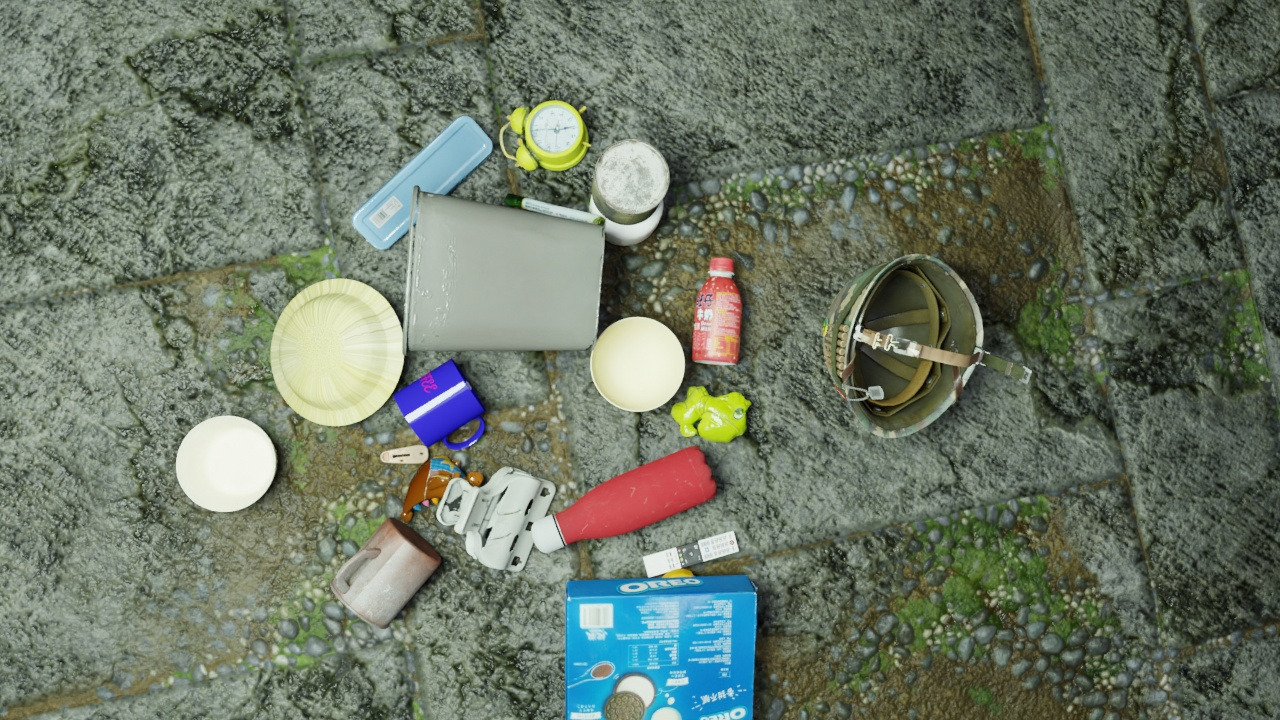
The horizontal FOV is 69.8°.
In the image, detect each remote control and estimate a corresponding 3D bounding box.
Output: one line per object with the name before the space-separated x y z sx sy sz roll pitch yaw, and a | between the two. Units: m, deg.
remote control | 0.066 0.253 1.201 0.124 0.012 0.028 -15 88 -6

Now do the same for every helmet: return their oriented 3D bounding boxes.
helmet | 0.326 -0.016 1.129 0.192 0.237 0.224 10 82 -20

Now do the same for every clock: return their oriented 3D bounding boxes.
clock | -0.123 -0.291 1.193 0.119 0.057 0.083 -10 88 0

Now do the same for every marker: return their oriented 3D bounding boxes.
marker | -0.111 -0.192 1.174 0.146 0.017 0.017 18 84 24

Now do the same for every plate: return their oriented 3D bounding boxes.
plate | -0.385 -0.011 1.133 0.184 0.036 0.184 -1 87 13

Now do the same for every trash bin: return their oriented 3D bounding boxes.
trash bin | -0.167 -0.098 1.113 0.220 0.197 0.197 4 94 -12

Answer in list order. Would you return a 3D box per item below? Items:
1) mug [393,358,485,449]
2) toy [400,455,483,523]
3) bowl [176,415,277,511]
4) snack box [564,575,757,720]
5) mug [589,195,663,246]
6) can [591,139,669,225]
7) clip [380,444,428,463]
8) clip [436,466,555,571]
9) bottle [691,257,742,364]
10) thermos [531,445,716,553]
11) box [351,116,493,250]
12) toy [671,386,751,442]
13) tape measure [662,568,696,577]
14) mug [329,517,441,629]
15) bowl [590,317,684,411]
mug | -0.244 0.065 1.156 0.083 0.079 0.111 -33 118 -7
toy | -0.250 0.174 1.161 0.090 0.070 0.103 31 99 -20
bowl | -0.500 0.125 1.129 0.115 0.062 0.115 0 87 -5
snack box | 0.025 0.374 1.150 0.239 0.056 0.195 0 99 -6
mug | -0.024 -0.208 1.191 0.094 0.068 0.115 -29 90 -7
can | -0.013 -0.216 1.119 0.090 0.074 0.090 0 88 -5
clip | -0.300 0.120 1.165 0.061 0.049 0.026 -2 86 22
clip | -0.188 0.191 1.147 0.150 0.089 0.125 26 81 -40
bottle | 0.102 -0.065 1.199 0.062 0.062 0.137 5 85 -5
thermos | -0.023 0.183 1.166 0.240 0.073 0.073 -21 89 -6
box | -0.282 -0.231 1.194 0.209 0.052 0.067 -44 113 -4
toy | 0.095 0.071 1.204 0.093 0.036 0.094 44 86 4
tape measure | 0.050 0.300 1.184 0.068 0.030 0.059 -26 98 -1
mug | -0.315 0.253 1.112 0.096 0.123 0.110 31 79 26
bowl | -0.007 0.007 1.177 0.118 0.074 0.118 0 87 -6
